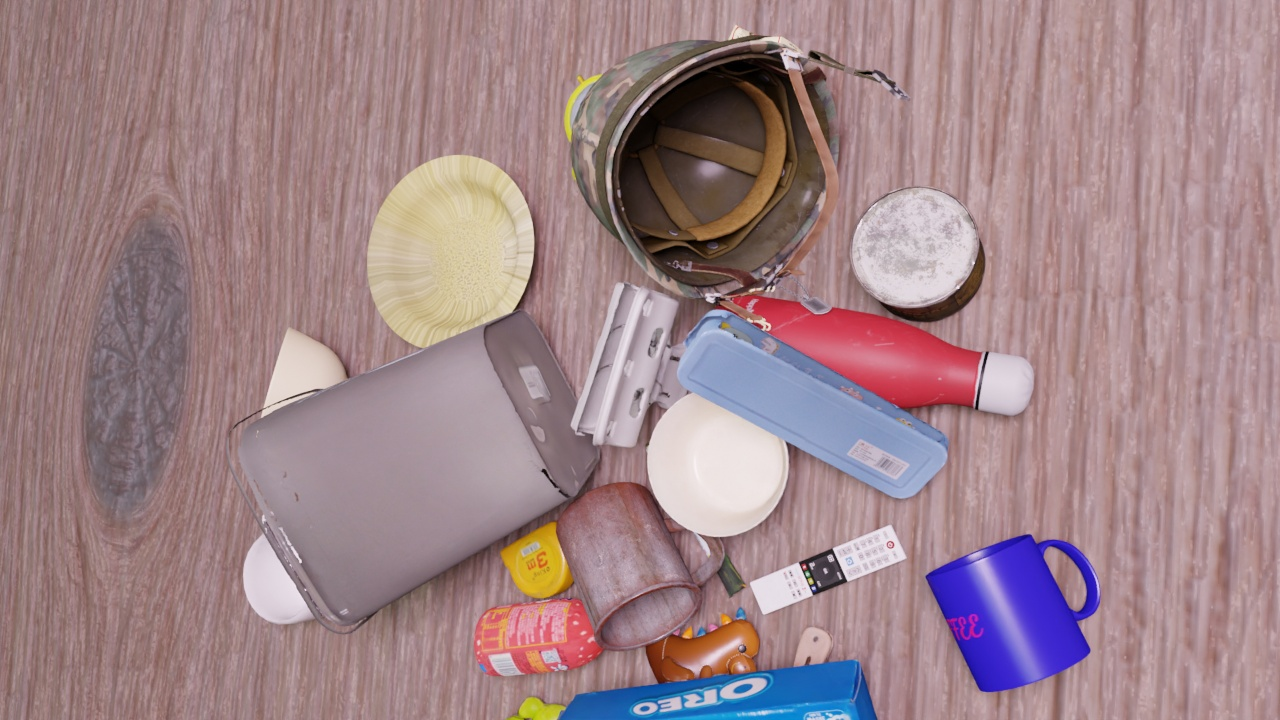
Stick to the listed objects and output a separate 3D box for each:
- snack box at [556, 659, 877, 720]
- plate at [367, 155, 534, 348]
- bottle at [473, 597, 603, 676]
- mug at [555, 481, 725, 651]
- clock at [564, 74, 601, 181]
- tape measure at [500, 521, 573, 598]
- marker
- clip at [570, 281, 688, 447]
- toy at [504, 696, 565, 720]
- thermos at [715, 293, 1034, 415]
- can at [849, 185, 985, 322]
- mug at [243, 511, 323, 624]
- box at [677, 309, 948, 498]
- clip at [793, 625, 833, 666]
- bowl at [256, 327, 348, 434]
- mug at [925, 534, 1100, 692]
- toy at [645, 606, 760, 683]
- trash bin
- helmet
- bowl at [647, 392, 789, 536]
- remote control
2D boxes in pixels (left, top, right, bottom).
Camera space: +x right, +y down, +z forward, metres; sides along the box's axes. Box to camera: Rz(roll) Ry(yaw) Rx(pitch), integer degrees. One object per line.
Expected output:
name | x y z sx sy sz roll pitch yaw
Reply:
snack box | 0.073 0.336 0.688 0.239 0.056 0.195 -15 100 20
plate | -0.174 -0.100 0.875 0.185 0.036 0.184 -2 85 23
bottle | -0.071 0.236 0.788 0.138 0.062 0.062 -11 81 21
mug | 0.003 0.158 0.740 0.123 0.096 0.110 -21 56 -9
clock | -0.021 -0.195 0.808 0.083 0.057 0.119 -5 91 20
tape measure | -0.084 0.180 0.815 0.068 0.030 0.059 -33 74 20
marker | 0.045 0.130 0.772 0.017 0.017 0.146 -36 73 16
clip | -0.010 0.003 0.739 0.089 0.150 0.125 20 94 12
toy | -0.100 0.345 0.806 0.094 0.036 0.094 -10 75 19
thermos | 0.170 0.000 0.699 0.240 0.073 0.073 11 89 23
can | 0.209 -0.078 0.688 0.090 0.074 0.090 -3 83 24
mug | -0.336 0.198 0.901 0.094 0.068 0.115 -35 73 17
box | 0.129 0.026 0.680 0.210 0.052 0.067 27 127 -8
clip | 0.130 0.239 0.718 0.026 0.049 0.061 23 122 24
bowl | -0.324 0.034 0.902 0.074 0.118 0.118 16 92 -19
mug | 0.270 0.170 0.645 0.111 0.079 0.083 -21 76 -9
toy | 0.048 0.228 0.754 0.090 0.070 0.103 -30 51 5
trash bin | -0.172 0.077 0.769 0.220 0.197 0.197 -26 96 13
helmet | 0.067 -0.142 0.682 0.236 0.224 0.193 47 126 54
bowl | 0.070 0.081 0.740 0.115 0.062 0.115 -2 85 23
remote control | 0.147 0.166 0.727 0.124 0.011 0.028 -28 75 19
